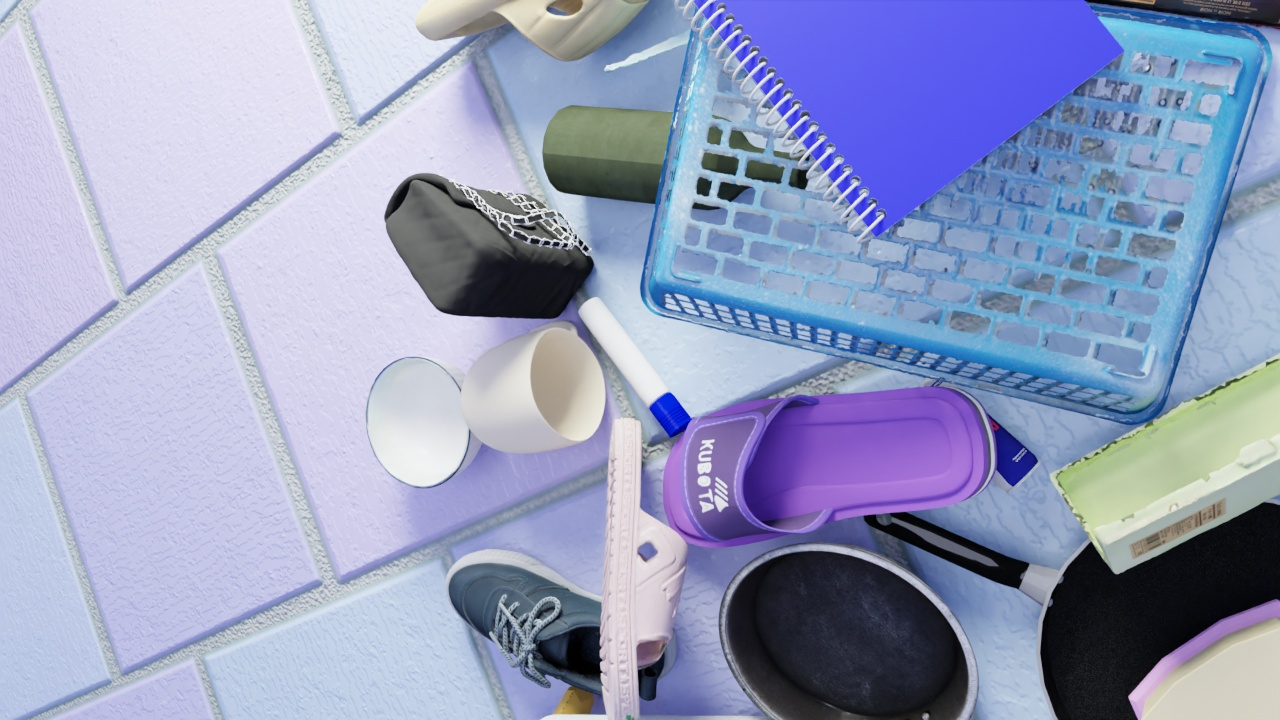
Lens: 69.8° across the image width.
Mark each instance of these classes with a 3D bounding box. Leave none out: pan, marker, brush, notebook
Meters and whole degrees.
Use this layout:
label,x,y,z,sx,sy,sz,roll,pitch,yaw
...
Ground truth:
label,x,y,z,sx,sy,sz,roll,pitch,yaw
pan,0.320,0.171,0.609,0.357,0.034,0.225,23,104,23
marker,-0.005,0.004,0.763,0.023,0.027,0.133,-44,73,23
brush,0.331,0.242,0.564,0.229,0.043,0.089,-46,75,20
pan,0.201,0.276,0.666,0.357,0.055,0.188,50,125,0
notebook,0.134,-0.200,0.527,0.172,0.022,0.209,-38,86,14

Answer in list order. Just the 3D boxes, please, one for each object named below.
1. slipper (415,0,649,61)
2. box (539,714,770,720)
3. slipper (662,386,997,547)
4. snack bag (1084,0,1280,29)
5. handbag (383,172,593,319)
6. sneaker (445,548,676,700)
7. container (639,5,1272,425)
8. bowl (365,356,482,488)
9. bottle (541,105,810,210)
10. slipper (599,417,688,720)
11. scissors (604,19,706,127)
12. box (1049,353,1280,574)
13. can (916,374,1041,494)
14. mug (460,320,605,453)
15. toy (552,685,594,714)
label,x,y,z,sx,sy,sz,roll,pitch,yaw
slipper,-0.065,-0.281,0.736,0.262,0.111,0.079,-4,114,31
box,0.019,0.303,0.693,0.215,0.083,0.122,-5,48,-5
slipper,0.106,0.077,0.654,0.267,0.083,0.107,-15,81,37
snack bag,0.349,-0.252,0.567,0.155,0.018,0.075,20,103,24
handbag,-0.115,-0.108,0.739,0.125,0.153,0.115,46,115,21
sneaker,-0.082,0.231,0.786,0.236,0.087,0.089,11,99,25
container,0.183,-0.114,0.583,0.362,0.089,0.257,13,100,13
bowl,-0.185,0.053,0.837,0.118,0.062,0.118,3,96,27
bottle,0.027,-0.155,0.708,0.207,0.071,0.071,11,99,25
slipper,0.004,0.156,0.708,0.064,0.094,0.238,3,61,-5
scissors,0.059,-0.248,0.683,0.160,0.025,0.171,14,80,7
box,0.345,0.047,0.547,0.188,0.091,0.083,-32,46,13
can,0.232,0.049,0.643,0.095,0.032,0.032,45,112,16
mug,-0.095,0.020,0.777,0.100,0.096,0.120,-15,50,35
toy,-0.021,0.414,0.740,0.268,0.141,0.246,18,76,22
